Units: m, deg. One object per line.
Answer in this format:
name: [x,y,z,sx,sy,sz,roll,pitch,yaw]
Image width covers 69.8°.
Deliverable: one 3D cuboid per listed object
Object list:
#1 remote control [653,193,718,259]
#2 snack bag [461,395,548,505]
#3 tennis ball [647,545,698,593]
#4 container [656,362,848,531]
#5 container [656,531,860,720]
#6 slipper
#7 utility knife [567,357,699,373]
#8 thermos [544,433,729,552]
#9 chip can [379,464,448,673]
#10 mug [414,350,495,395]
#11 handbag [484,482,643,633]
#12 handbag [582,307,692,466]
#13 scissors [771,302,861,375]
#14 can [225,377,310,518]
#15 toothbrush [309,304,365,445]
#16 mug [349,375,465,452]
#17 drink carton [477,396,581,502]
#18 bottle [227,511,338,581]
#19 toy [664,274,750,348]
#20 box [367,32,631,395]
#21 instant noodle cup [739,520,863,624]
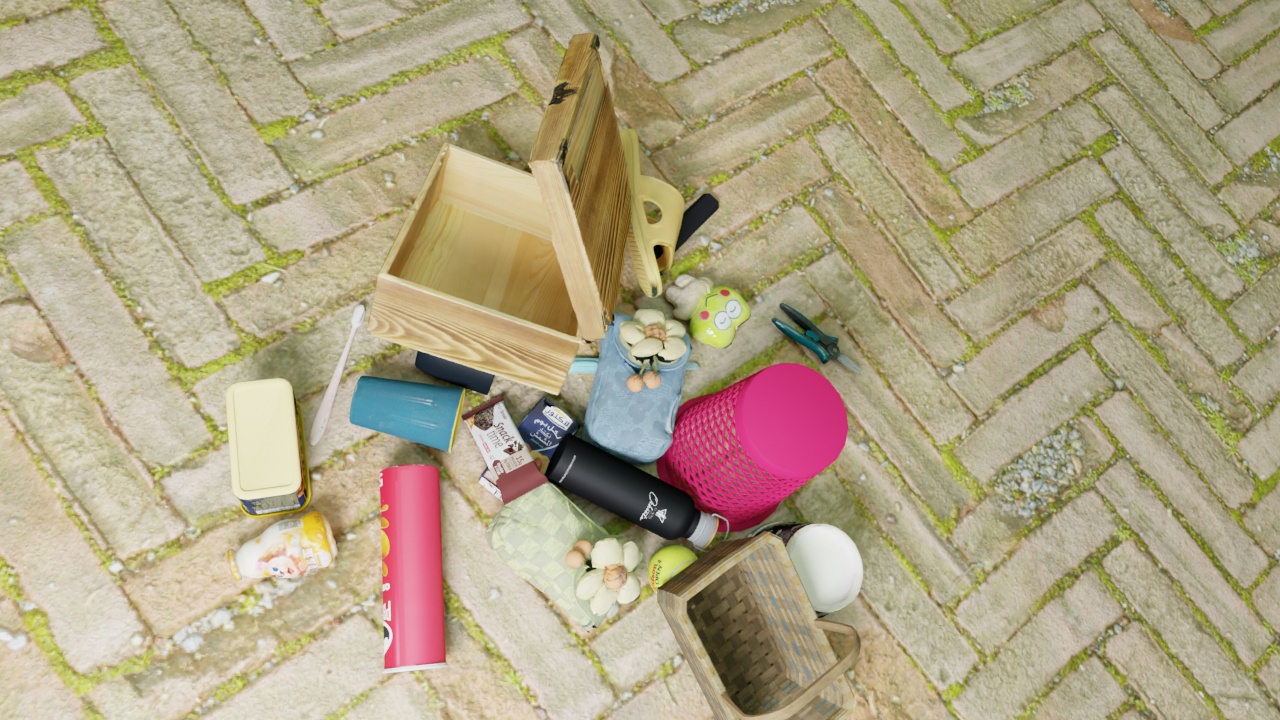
remote control: [0.062,-0.188,1.288,0.032,0.015,0.136,43,66,1]
snack bag: [-0.162,0.101,1.078,0.057,0.013,0.158,-27,46,-10]
tennis ball: [0.041,0.256,1.104,0.065,0.065,0.065,5,70,-15]
container: [0.139,0.096,1.098,0.183,0.226,0.183,5,70,-15]
container: [0.141,0.327,1.010,0.157,0.187,0.250,-30,103,-23]
slipper: [0.017,-0.199,1.222,0.078,0.100,0.263,-7,63,-7]
utility knife: [-0.007,0.007,1.202,0.179,0.016,0.022,0,73,-14]
thermos: [0.002,0.165,1.092,0.231,0.061,0.061,28,66,-11]
chip can: [-0.255,0.231,1.026,0.069,0.069,0.220,-1,72,-17]
mug: [-0.214,-0.024,1.124,0.094,0.085,0.121,19,40,-9]
handbag: [-0.079,0.222,1.044,0.186,0.117,0.113,41,67,-17]
handbag: [-0.002,0.028,1.131,0.121,0.119,0.191,19,66,-13]
scissors: [0.243,-0.024,1.282,0.140,0.019,0.128,-4,67,-25]
can: [-0.409,0.096,1.007,0.075,0.105,0.135,-6,74,-18]
toothbrush: [-0.362,0.016,1.096,0.015,0.018,0.181,17,69,-10]
mug: [-0.274,0.058,1.079,0.121,0.078,0.078,12,69,-6]
drink carton: [-0.134,0.112,1.116,0.064,0.040,0.129,38,66,-2]
bottle: [-0.389,0.206,0.998,0.108,0.063,0.063,-16,77,-20]
toy: [0.088,-0.072,1.241,0.115,0.046,0.092,36,69,7]
box: [-0.107,-0.175,1.033,0.282,0.316,0.278,20,42,-11]
instant noodle cup: [0.202,0.258,1.124,0.137,0.112,0.137,5,71,-15]
